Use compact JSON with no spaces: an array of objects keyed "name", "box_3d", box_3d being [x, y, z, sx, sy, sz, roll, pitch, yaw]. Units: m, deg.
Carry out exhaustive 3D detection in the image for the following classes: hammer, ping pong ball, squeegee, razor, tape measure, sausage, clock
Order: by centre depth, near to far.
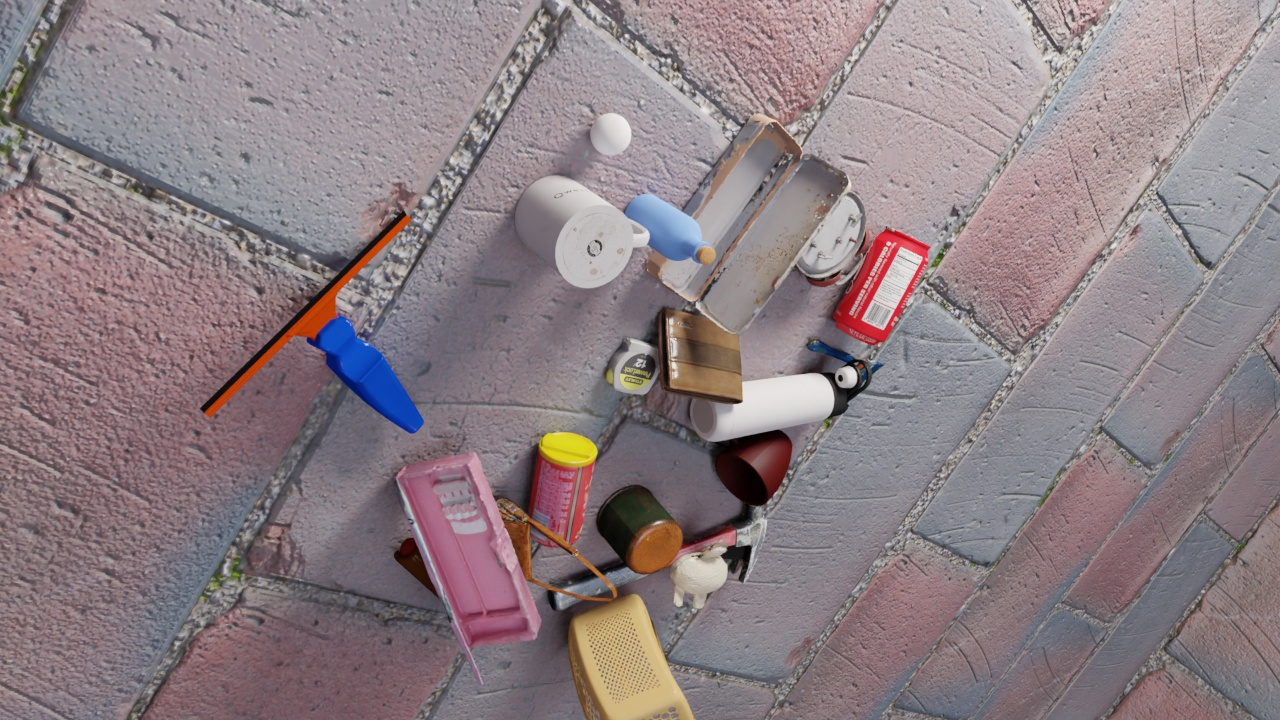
[{"name":"squeegee","box_3d":[-0.267,0.007,0.877,0.248,0.055,0.185,-51,133,-21]},{"name":"ping pong ball","box_3d":[-0.029,-0.223,0.904,0.040,0.040,0.040,-16,124,-25]},{"name":"sausage","box_3d":[-0.226,0.252,1.057,0.040,0.040,0.155,-39,129,-8]},{"name":"tape measure","box_3d":[-0.006,0.006,1.068,0.064,0.017,0.065,14,108,-37]},{"name":"clock","box_3d":[0.225,-0.145,1.100,0.110,0.062,0.156,-49,131,0]},{"name":"hammer","box_3d":[0.029,0.277,1.239,0.325,0.036,0.141,-13,121,-26]},{"name":"razor","box_3d":[0.273,-0.006,1.240,0.140,0.018,0.044,22,127,-37]}]

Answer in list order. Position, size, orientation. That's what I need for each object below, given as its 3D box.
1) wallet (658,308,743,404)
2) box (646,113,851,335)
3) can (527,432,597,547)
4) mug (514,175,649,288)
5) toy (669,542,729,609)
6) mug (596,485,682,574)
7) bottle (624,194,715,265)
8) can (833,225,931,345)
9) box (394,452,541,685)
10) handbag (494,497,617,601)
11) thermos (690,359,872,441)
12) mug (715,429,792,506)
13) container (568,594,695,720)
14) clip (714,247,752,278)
[{"name":"wallet","box_3d":[0.072,-0.003,1.077,0.121,0.027,0.098,12,69,-35]},{"name":"box","box_3d":[0.119,-0.147,1.009,0.114,0.095,0.217,32,96,-37]},{"name":"can","box_3d":[-0.093,0.150,1.064,0.066,0.067,0.124,-4,118,-31]},{"name":"mug","box_3d":[-0.050,-0.129,0.908,0.119,0.096,0.083,-4,118,-31]},{"name":"toy","box_3d":[0.080,0.280,1.218,0.087,0.050,0.112,11,103,-33]},{"name":"mug","box_3d":[0.011,0.217,1.160,0.111,0.081,0.085,15,107,-38]},{"name":"bottle","box_3d":[0.034,-0.129,0.940,0.048,0.131,0.048,-16,124,-25]},{"name":"can","box_3d":[0.308,-0.094,1.174,0.074,0.074,0.143,14,108,-38]},{"name":"box","box_3d":[-0.191,0.227,0.970,0.099,0.106,0.233,-11,112,12]},{"name":"handbag","box_3d":[-0.107,0.226,1.015,0.043,0.196,0.094,-28,128,-45]},{"name":"thermos","box_3d":[0.181,0.046,1.169,0.229,0.068,0.102,-7,151,-31]},{"name":"mug","box_3d":[0.152,0.120,1.207,0.088,0.087,0.114,-39,105,-31]},{"name":"container","box_3d":[-0.016,0.421,1.185,0.129,0.183,0.167,-18,135,-12]},{"name":"clip","box_3d":[0.108,-0.118,1.068,0.060,0.023,0.044,-33,125,-15]}]
